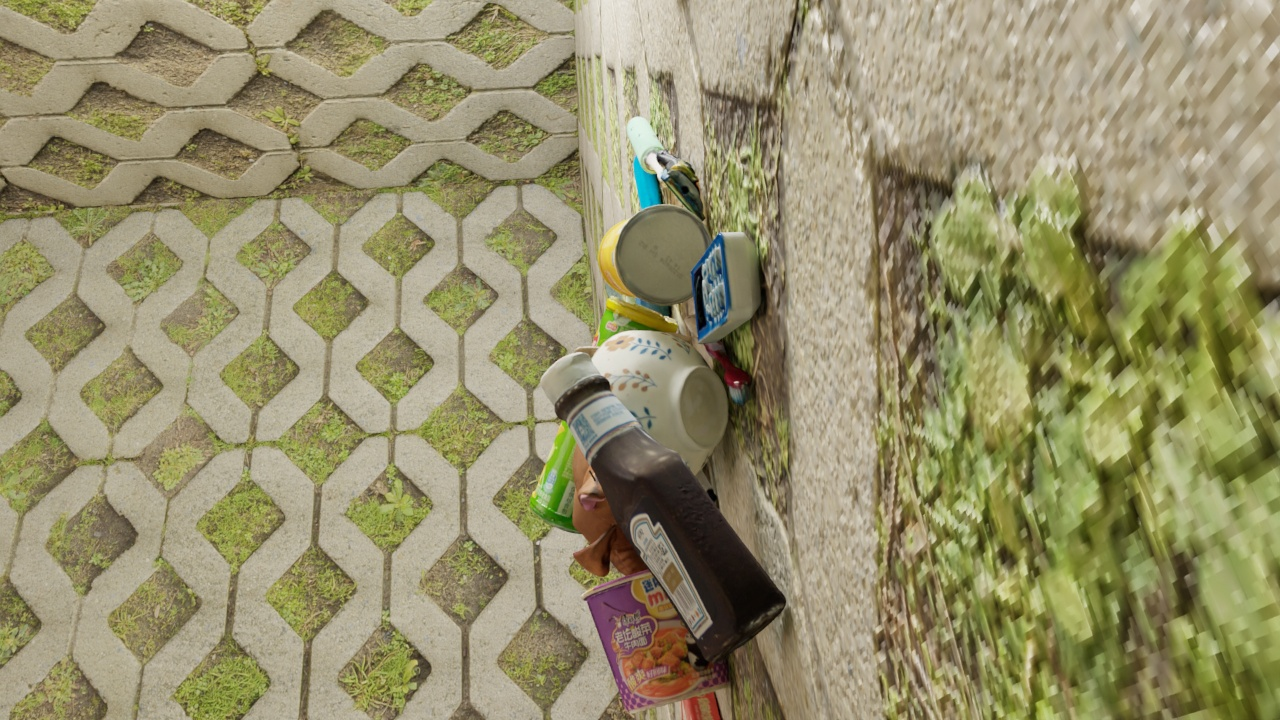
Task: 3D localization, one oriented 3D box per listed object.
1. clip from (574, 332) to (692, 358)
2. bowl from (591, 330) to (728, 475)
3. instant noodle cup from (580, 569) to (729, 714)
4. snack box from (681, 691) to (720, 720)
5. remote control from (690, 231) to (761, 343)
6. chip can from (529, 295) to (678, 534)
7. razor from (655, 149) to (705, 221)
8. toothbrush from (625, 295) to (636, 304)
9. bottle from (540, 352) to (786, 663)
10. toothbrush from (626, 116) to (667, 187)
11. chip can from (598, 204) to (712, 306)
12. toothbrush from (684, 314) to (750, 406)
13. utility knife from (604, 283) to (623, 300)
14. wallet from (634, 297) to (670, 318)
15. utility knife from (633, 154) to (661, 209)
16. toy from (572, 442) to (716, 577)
[{"bbox_3d":[-0.003,-0.006,0.775,0.035,0.104,0.080,91,-172,-65],"label":"clip"},{"bbox_3d":[0.019,0.034,0.619,0.113,0.062,0.113,6,-97,-49],"label":"bowl"},{"bbox_3d":[0.018,0.220,0.726,0.112,0.111,0.099,96,159,-67],"label":"instant noodle cup"},{"bbox_3d":[0.057,0.335,0.800,0.152,0.025,0.075,-107,12,-71],"label":"snack box"},{"bbox_3d":[0.048,-0.040,0.543,0.125,0.024,0.049,138,127,-83],"label":"remote control"},{"bbox_3d":[-0.036,0.054,0.861,0.072,0.072,0.221,-124,55,-81],"label":"chip can"},{"bbox_3d":[0.029,-0.143,0.701,0.042,0.022,0.142,48,-169,-21],"label":"razor"},{"bbox_3d":[-0.009,-0.036,0.919,0.020,0.029,0.189,-19,-77,-64],"label":"toothbrush"},{"bbox_3d":[0.006,0.079,0.537,0.195,0.044,0.080,53,152,20],"label":"bottle"},{"bbox_3d":[0.009,-0.195,0.858,0.026,0.027,0.224,51,-169,-24],"label":"toothbrush"},{"bbox_3d":[0.007,-0.083,0.726,0.213,0.072,0.072,-135,41,-83],"label":"chip can"},{"bbox_3d":[0.050,-0.006,0.618,0.187,0.016,0.017,-112,8,-73],"label":"toothbrush"},{"bbox_3d":[0.006,0.011,0.899,0.031,0.020,0.194,-29,74,44],"label":"utility knife"},{"bbox_3d":[0.009,-0.049,0.952,0.106,0.040,0.133,-126,32,-73],"label":"wallet"},{"bbox_3d":[0.014,-0.139,0.903,0.034,0.018,0.206,110,158,-46],"label":"utility knife"},{"bbox_3d":[-0.002,0.101,0.738,0.200,0.130,0.139,84,-152,-56],"label":"toy"}]
